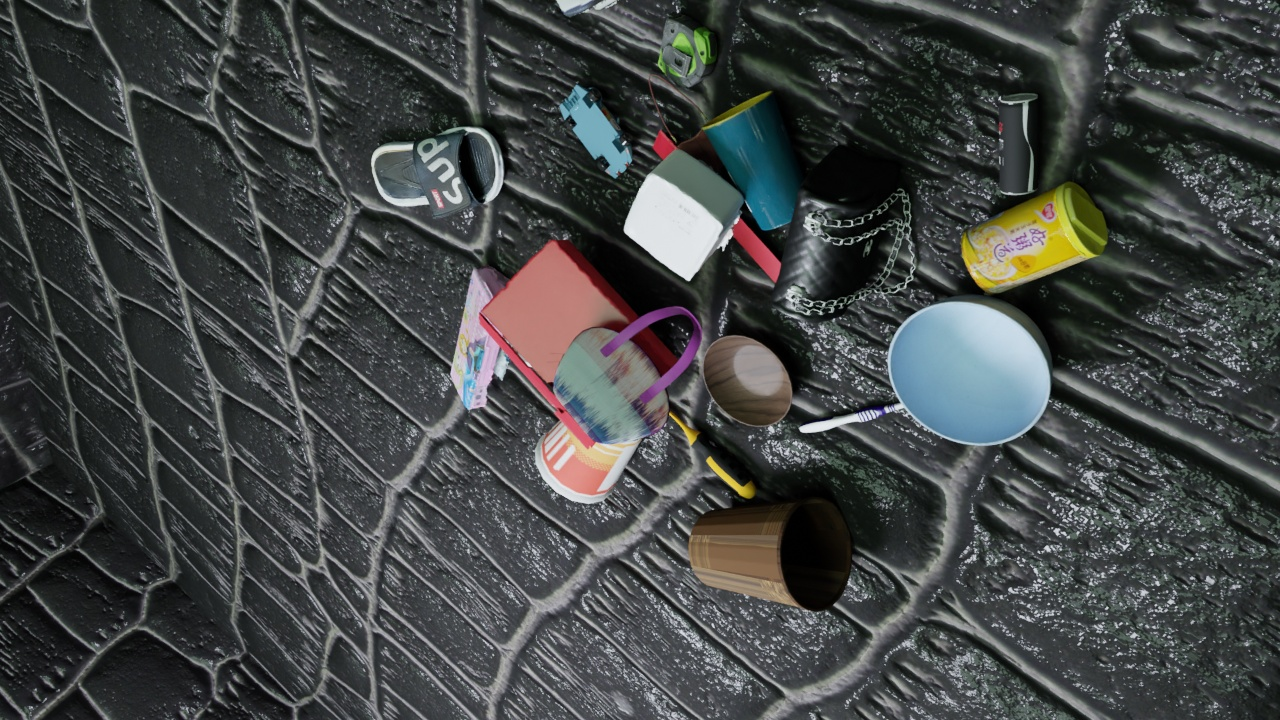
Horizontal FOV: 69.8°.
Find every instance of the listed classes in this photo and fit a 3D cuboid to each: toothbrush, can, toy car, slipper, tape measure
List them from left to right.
[{"bbox_3d":[-0.286,-0.251,1.240,0.264,0.062,0.111,8,121,40],"label":"slipper"},{"bbox_3d":[-0.043,-0.264,1.051,0.108,0.027,0.060,53,136,0],"label":"toy car"},{"bbox_3d":[0.047,-0.313,0.939,0.059,0.035,0.066,30,131,21],"label":"tape measure"},{"bbox_3d":[0.076,0.104,1.183,0.196,0.031,0.031,44,127,14],"label":"toothbrush"},{"bbox_3d":[0.250,0.060,1.017,0.187,0.016,0.015,-20,102,45],"label":"toothbrush"},{"bbox_3d":[0.325,-0.186,0.789,0.032,0.031,0.080,9,121,36],"label":"can"},{"bbox_3d":[0.341,-0.105,0.801,0.105,0.067,0.067,-25,98,46],"label":"can"}]

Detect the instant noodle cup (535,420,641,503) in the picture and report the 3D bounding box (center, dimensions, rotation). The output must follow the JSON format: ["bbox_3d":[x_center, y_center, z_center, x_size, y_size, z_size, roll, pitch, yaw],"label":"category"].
[{"bbox_3d":[-0.061,0.107,1.241,0.123,0.123,0.121,44,128,9],"label":"instant noodle cup"}]

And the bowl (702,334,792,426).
[{"bbox_3d":[0.132,0.018,1.078,0.119,0.032,0.119,21,128,29],"label":"bowl"}]

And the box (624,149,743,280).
[{"bbox_3d":[0.058,-0.164,0.959,0.102,0.101,0.108,36,149,3],"label":"box"}]

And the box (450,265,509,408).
[{"bbox_3d":[-0.224,-0.033,1.343,0.084,0.063,0.231,58,143,32],"label":"box"}]

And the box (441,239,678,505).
[{"bbox_3d":[-0.133,0.040,1.192,0.213,0.127,0.427,47,138,4],"label":"box"}]

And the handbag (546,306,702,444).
[{"bbox_3d":[-0.006,0.006,1.017,0.170,0.068,0.144,-40,88,11],"label":"handbag"}]

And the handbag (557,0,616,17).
[{"bbox_3d":[-0.032,-0.437,0.900,0.176,0.073,0.151,-6,112,41],"label":"handbag"}]

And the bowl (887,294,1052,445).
[{"bbox_3d":[0.322,-0.002,0.876,0.151,0.074,0.151,21,129,29],"label":"bowl"}]

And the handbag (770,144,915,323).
[{"bbox_3d":[0.197,-0.107,0.878,0.115,0.124,0.154,30,131,22],"label":"handbag"}]

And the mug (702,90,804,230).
[{"bbox_3d":[0.123,-0.197,0.924,0.078,0.077,0.121,-13,112,44],"label":"mug"}]

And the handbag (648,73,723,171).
[{"bbox_3d":[0.046,-0.249,0.960,0.055,0.029,0.119,-35,104,15],"label":"handbag"}]

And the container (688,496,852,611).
[{"bbox_3d":[0.153,0.236,1.136,0.168,0.131,0.132,-10,109,49],"label":"container"}]
